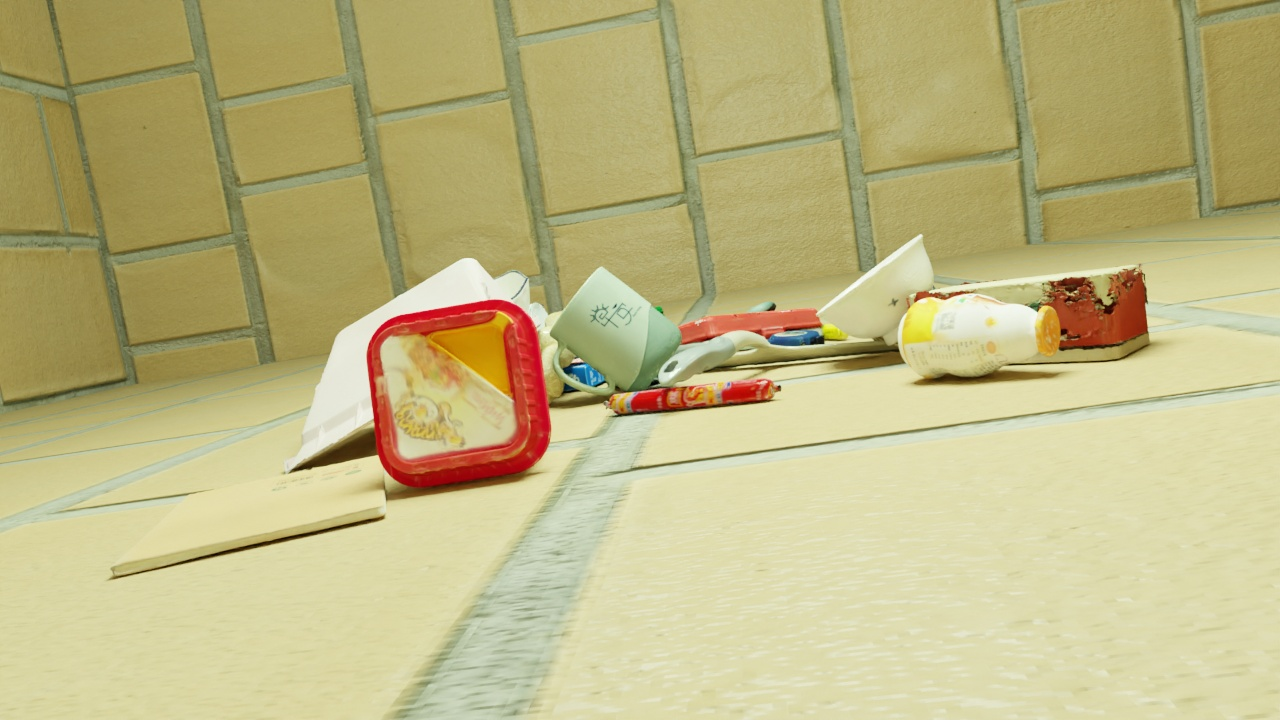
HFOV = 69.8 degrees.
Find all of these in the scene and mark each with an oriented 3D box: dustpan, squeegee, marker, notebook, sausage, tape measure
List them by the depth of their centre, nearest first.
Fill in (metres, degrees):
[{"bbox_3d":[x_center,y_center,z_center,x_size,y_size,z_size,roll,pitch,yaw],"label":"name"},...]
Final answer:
[{"bbox_3d":[-0.246,0.096,0.615,0.147,0.008,0.208,-11,6,-15],"label":"notebook"},{"bbox_3d":[0.040,0.030,0.754,0.156,0.020,0.020,-7,6,22],"label":"sausage"},{"bbox_3d":[0.080,-0.006,0.838,0.247,0.039,0.246,-6,2,32],"label":"squeegee"},{"bbox_3d":[-0.187,0.019,0.876,0.223,0.139,0.273,-27,34,8],"label":"dustpan"},{"bbox_3d":[0.166,-0.017,0.985,0.054,0.025,0.058,-12,10,-44],"label":"tape measure"},{"bbox_3d":[0.216,-0.035,1.112,0.015,0.018,0.124,-6,4,-18],"label":"marker"}]

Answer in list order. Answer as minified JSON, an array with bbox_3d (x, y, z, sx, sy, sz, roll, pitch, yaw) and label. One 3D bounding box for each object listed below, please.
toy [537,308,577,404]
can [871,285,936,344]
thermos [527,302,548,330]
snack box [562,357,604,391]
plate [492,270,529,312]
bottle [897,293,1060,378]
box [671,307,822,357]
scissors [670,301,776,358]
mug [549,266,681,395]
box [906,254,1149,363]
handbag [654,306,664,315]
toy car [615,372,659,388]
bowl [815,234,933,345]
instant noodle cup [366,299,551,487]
[{"bbox_3d":[-0.087,-0.006,0.955,0.066,0.105,0.157,32,27,-10],"label":"toy"},{"bbox_3d":[0.267,-0.055,0.942,0.075,0.075,0.111,-7,7,19],"label":"can"},{"bbox_3d":[-0.219,-0.010,1.185,0.221,0.070,0.070,-19,3,17],"label":"thermos"},{"bbox_3d":[-0.068,0.012,1.063,0.085,0.026,0.156,-7,6,21],"label":"snack box"},{"bbox_3d":[-0.222,-0.043,1.105,0.205,0.045,0.204,-21,21,8],"label":"plate"},{"bbox_3d":[0.249,-0.018,0.679,0.063,0.063,0.109,-15,8,-43],"label":"bottle"},{"bbox_3d":[0.120,-0.026,1.041,0.200,0.048,0.087,-8,-6,-43],"label":"box"},{"bbox_3d":[0.111,-0.040,1.162,0.178,0.019,0.173,-27,-5,18],"label":"scissors"},{"bbox_3d":[-0.029,-0.015,0.881,0.111,0.106,0.082,-52,1,-16],"label":"mug"},{"bbox_3d":[0.306,-0.042,0.739,0.091,0.079,0.169,-14,7,-44],"label":"box"},{"bbox_3d":[-0.030,-0.024,1.206,0.131,0.068,0.120,-14,0,-28],"label":"handbag"},{"bbox_3d":[-0.006,0.006,0.988,0.054,0.037,0.120,-9,9,0],"label":"toy car"},{"bbox_3d":[0.227,-0.054,0.840,0.118,0.064,0.118,-38,-2,-2],"label":"bowl"},{"bbox_3d":[-0.118,0.025,0.646,0.116,0.116,0.124,-9,-6,3],"label":"instant noodle cup"}]
